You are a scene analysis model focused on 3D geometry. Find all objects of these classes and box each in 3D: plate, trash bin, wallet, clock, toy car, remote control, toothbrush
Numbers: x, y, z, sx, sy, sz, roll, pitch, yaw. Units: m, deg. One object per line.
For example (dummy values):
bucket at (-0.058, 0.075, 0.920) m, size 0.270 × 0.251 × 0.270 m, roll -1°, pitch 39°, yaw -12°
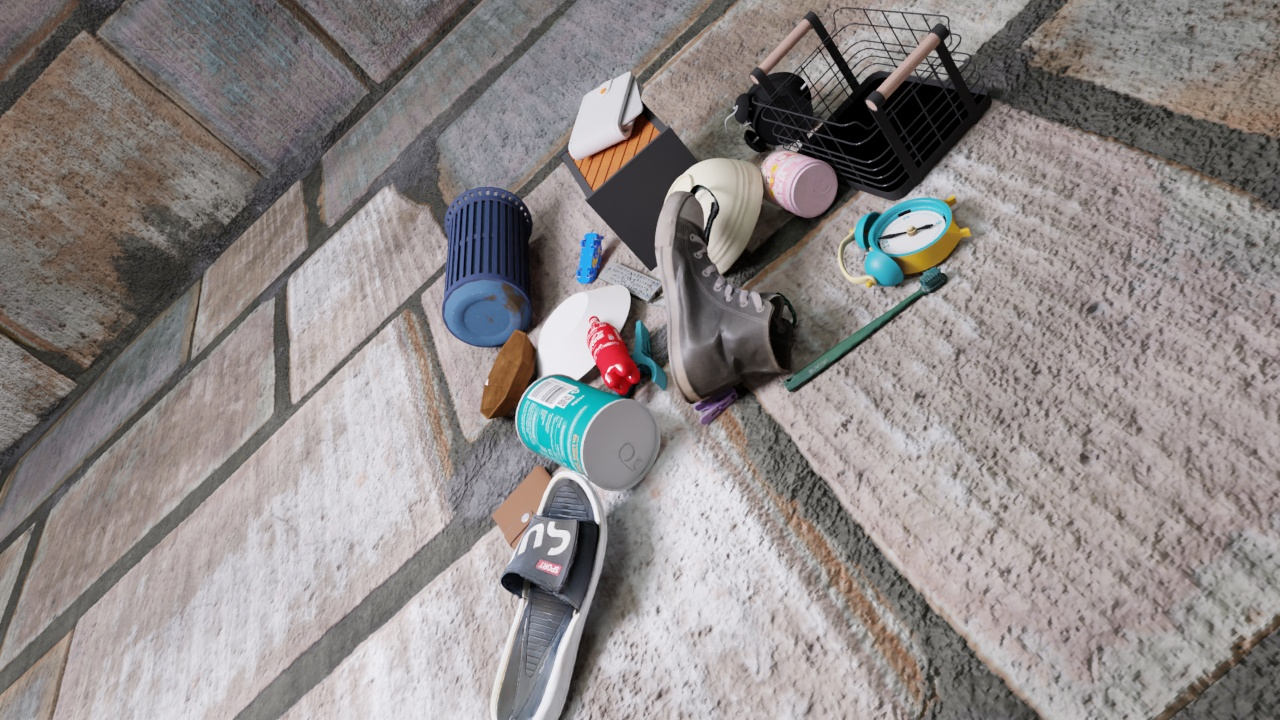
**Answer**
plate at (-0.090, -0.041, 1.206) m, size 0.174 × 0.036 × 0.173 m, roll -36°, pitch 30°, yaw 25°
trash bin at (0.001, -0.248, 1.252) m, size 0.140 × 0.139 × 0.171 m, roll -40°, pitch 35°, yaw 8°
wallet at (-0.123, 0.178, 1.059) m, size 0.087 × 0.013 × 0.121 m, roll -48°, pitch 34°, yaw -3°
clock at (0.265, -0.122, 0.935) m, size 0.130 × 0.044 × 0.099 m, roll -22°, pitch 40°, yaw 20°
toy car at (-0.056, -0.153, 1.331) m, size 0.033 × 0.061 × 0.092 m, roll 9°, pitch 91°, yaw 49°
plate at (-0.176, 0.022, 1.234) m, size 0.132 × 0.025 × 0.131 m, roll -48°, pitch 28°, yaw 36°
trash bin at (-0.231, -0.139, 1.391) m, size 0.139 × 0.139 × 0.249 m, roll -32°, pitch 38°, yaw 19°
remote control at (-0.014, -0.107, 1.235) m, size 0.033 × 0.013 × 0.136 m, roll -50°, pitch 34°, yaw -7°
clock at (0.170, -0.319, 1.193) m, size 0.121 × 0.091 × 0.042 m, roll -20°, pitch 50°, yaw 12°
wallet at (-0.034, -0.330, 1.215) m, size 0.116 × 0.037 × 0.118 m, roll -16°, pitch 48°, yaw 36°
toothbrush at (0.220, -0.030, 0.908) m, size 0.190 × 0.017 × 0.016 m, roll -37°, pitch 36°, yaw 12°

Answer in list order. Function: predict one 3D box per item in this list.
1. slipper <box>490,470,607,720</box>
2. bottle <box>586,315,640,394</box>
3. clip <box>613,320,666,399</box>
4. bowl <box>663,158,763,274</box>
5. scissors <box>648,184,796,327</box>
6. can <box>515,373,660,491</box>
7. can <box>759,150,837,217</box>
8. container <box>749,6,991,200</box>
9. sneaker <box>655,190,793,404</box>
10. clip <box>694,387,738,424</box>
slipper at (-0.100, 0.231, 0.897) m, size 0.111 × 0.063 × 0.263 m, roll -5°, pitch 66°, yaw 45°
bottle at (-0.038, -0.012, 1.092) m, size 0.042 × 0.042 × 0.141 m, roll -40°, pitch 38°, yaw 9°
clip at (-0.019, 0.019, 1.105) m, size 0.120 × 0.030 × 0.130 m, roll -47°, pitch 34°, yaw 6°
bowl at (0.075, -0.183, 1.116) m, size 0.151 × 0.075 × 0.150 m, roll -43°, pitch 37°, yaw 46°
scissors at (0.088, -0.102, 1.039) m, size 0.202 × 0.015 × 0.206 m, roll 1°, pitch 94°, yaw 38°
can at (-0.061, 0.077, 1.020) m, size 0.144 × 0.099 × 0.099 m, roll 17°, pitch 68°, yaw 53°
can at (0.185, -0.209, 1.083) m, size 0.067 × 0.067 × 0.076 m, roll -46°, pitch 33°, yaw -1°
container at (0.255, -0.305, 1.051) m, size 0.163 × 0.130 × 0.241 m, roll -47°, pitch 34°, yaw -1°
sneaker at (0.088, -0.080, 0.976) m, size 0.120 × 0.095 × 0.234 m, roll -13°, pitch 68°, yaw 22°
clip at (0.082, 0.047, 0.979) m, size 0.050 × 0.013 × 0.029 m, roll -32°, pitch 36°, yaw 13°
